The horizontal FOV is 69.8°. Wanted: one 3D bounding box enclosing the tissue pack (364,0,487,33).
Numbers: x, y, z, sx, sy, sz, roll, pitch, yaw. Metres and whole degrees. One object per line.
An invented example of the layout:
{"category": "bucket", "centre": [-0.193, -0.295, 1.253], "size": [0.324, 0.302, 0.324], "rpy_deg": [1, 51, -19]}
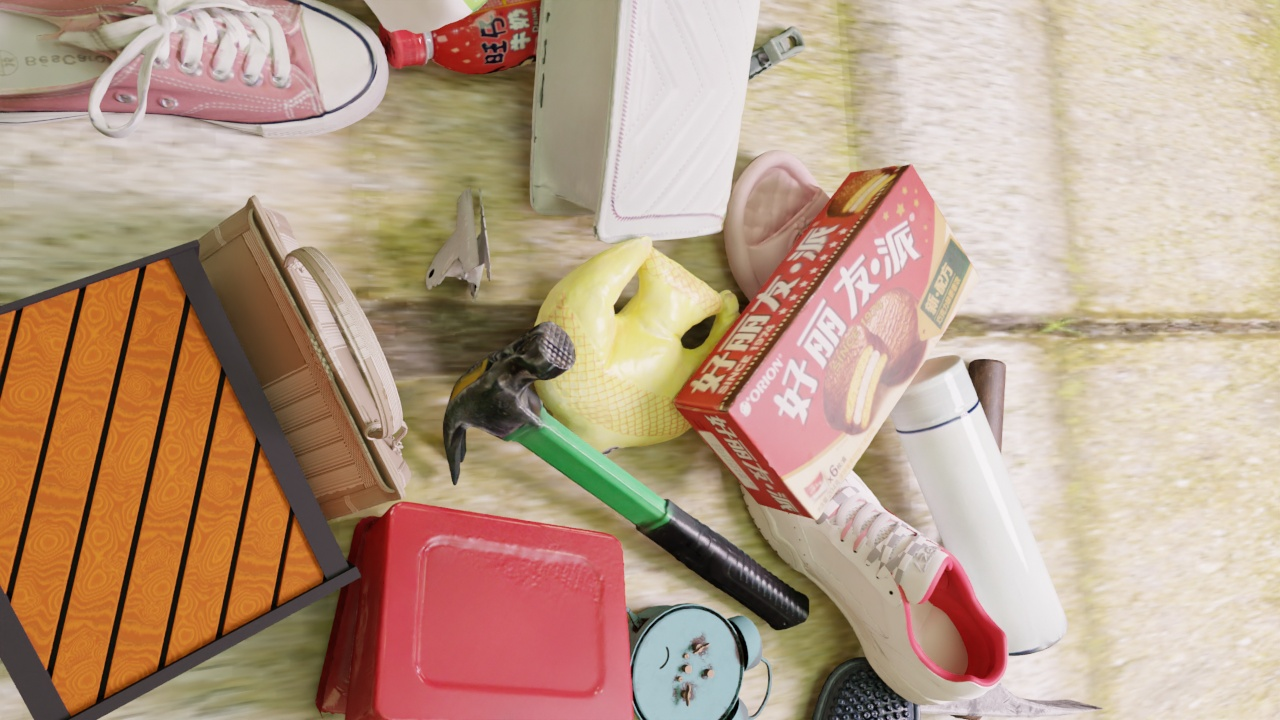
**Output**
{"category": "tissue pack", "centre": [-0.130, -0.299, 0.555], "size": [0.197, 0.142, 0.120], "rpy_deg": [-57, 138, -30]}

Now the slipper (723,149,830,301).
{"category": "slipper", "centre": [0.140, -0.057, 0.710], "size": [0.106, 0.056, 0.221], "rpy_deg": [-40, 105, -23]}

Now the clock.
{"category": "clock", "centre": [0.037, 0.214, 0.634], "size": [0.124, 0.053, 0.090], "rpy_deg": [23, 76, -23]}

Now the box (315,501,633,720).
{"category": "box", "centre": [-0.091, 0.156, 0.538], "size": [0.157, 0.127, 0.137], "rpy_deg": [13, 74, -25]}

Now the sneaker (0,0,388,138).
{"category": "sneaker", "centre": [-0.256, -0.173, 0.503], "size": [0.240, 0.088, 0.118], "rpy_deg": [-10, 90, -26]}

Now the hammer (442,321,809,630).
{"category": "hammer", "centre": [0.005, 0.101, 0.610], "size": [0.318, 0.130, 0.032], "rpy_deg": [39, 35, -28]}

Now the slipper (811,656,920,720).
{"category": "slipper", "centre": [0.143, 0.339, 0.642], "size": [0.101, 0.083, 0.263], "rpy_deg": [20, 70, 7]}

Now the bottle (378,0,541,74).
{"category": "bottle", "centre": [-0.101, -0.220, 0.601], "size": [0.137, 0.062, 0.062], "rpy_deg": [-23, 95, -26]}

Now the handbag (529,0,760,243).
{"category": "handbag", "centre": [0.007, -0.184, 0.597], "size": [0.141, 0.096, 0.199], "rpy_deg": [-11, 117, -41]}

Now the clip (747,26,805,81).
{"category": "clip", "centre": [0.109, -0.247, 0.729], "size": [0.075, 0.061, 0.023], "rpy_deg": [-40, 105, -40]}

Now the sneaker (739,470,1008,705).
{"category": "sneaker", "centre": [0.173, 0.138, 0.657], "size": [0.090, 0.104, 0.236], "rpy_deg": [-32, 82, -26]}

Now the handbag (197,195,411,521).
{"category": "handbag", "centre": [-0.164, -0.003, 0.471], "size": [0.062, 0.198, 0.175], "rpy_deg": [-28, 97, -26]}

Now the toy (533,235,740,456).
{"category": "toy", "centre": [-0.004, 0.004, 0.613], "size": [0.170, 0.064, 0.155], "rpy_deg": [26, 99, -42]}

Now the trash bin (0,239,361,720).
{"category": "trash bin", "centre": [-0.253, 0.058, 0.454], "size": [0.139, 0.140, 0.172], "rpy_deg": [-27, 97, -26]}

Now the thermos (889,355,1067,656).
{"category": "thermos", "centre": [0.256, 0.111, 0.706], "size": [0.067, 0.068, 0.230], "rpy_deg": [-27, 98, -26]}

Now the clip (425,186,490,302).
{"category": "clip", "centre": [-0.117, -0.068, 0.585], "size": [0.043, 0.101, 0.054], "rpy_deg": [18, 121, -24]}

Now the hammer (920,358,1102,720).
{"category": "hammer", "centre": [0.317, 0.154, 0.791], "size": [0.217, 0.037, 0.300], "rpy_deg": [13, 79, -25]}

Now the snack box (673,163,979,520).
{"category": "snack box", "centre": [0.136, -0.018, 0.639], "size": [0.235, 0.060, 0.113], "rpy_deg": [-51, 117, -21]}
